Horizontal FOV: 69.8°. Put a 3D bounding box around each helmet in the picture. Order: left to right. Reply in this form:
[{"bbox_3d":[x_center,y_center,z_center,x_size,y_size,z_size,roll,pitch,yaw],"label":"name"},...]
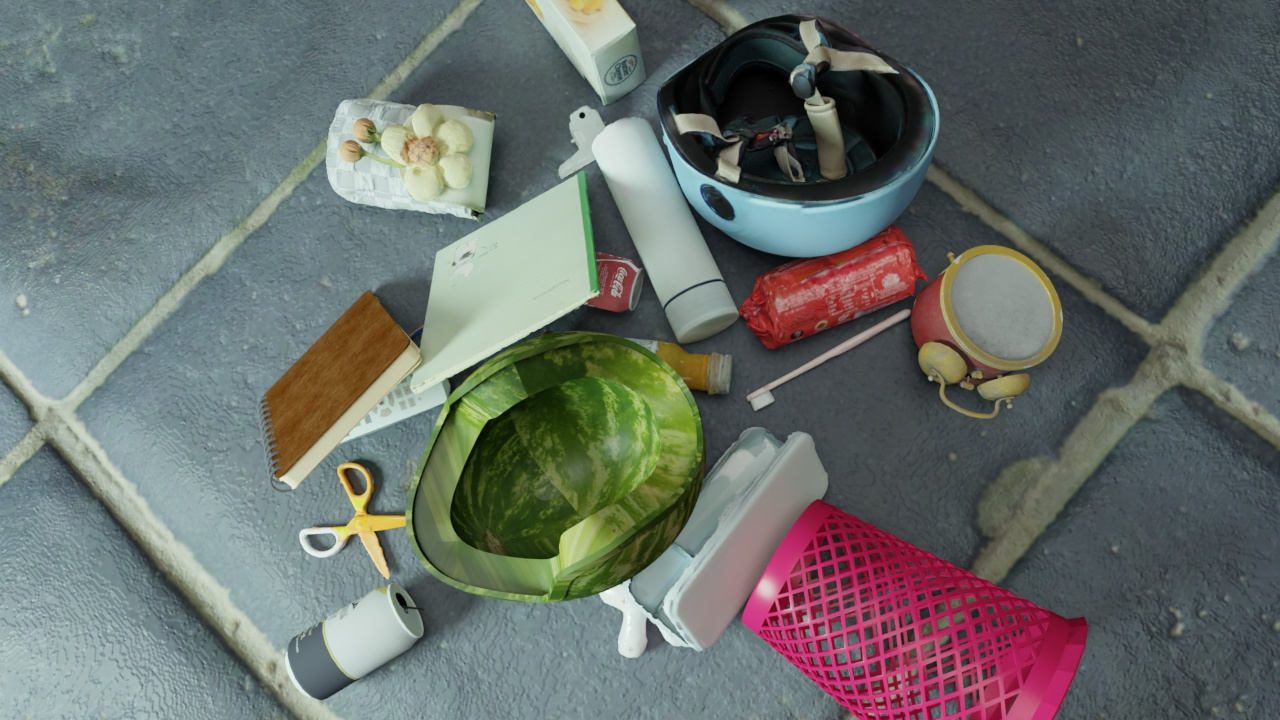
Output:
[{"bbox_3d":[-0.067,0.093,0.782,0.242,0.248,0.213,-24,79,-44],"label":"helmet"},{"bbox_3d":[0.149,-0.193,0.848,0.225,0.167,0.265,-36,50,-11],"label":"helmet"}]

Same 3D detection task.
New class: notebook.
[{"bbox_3d":[-0.289,0.021,0.857,0.167,0.225,0.024,-47,119,-6],"label":"notebook"},{"bbox_3d":[-0.122,-0.082,0.844,0.182,0.010,0.252,-27,32,12],"label":"notebook"}]

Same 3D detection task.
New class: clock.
[{"bbox_3d":[0.309,-0.021,0.845,0.117,0.081,0.158,18,69,-7],"label":"clock"}]

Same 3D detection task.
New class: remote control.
[{"bbox_3d":[-0.261,0.042,0.923,0.143,0.024,0.049,-21,85,0],"label":"remote control"}]

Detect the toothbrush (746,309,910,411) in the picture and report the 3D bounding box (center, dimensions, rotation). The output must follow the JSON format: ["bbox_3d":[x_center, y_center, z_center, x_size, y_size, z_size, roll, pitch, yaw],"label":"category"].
[{"bbox_3d":[0.185,-0.002,0.891,0.181,0.016,0.018,-30,82,0],"label":"toothbrush"}]

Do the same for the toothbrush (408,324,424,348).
[{"bbox_3d":[-0.222,-0.026,0.941,0.021,0.017,0.135,44,85,8],"label":"toothbrush"}]

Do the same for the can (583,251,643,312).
[{"bbox_3d":[-0.049,-0.082,0.915,0.096,0.054,0.054,14,79,9],"label":"can"}]

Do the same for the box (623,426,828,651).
[{"bbox_3d":[0.092,0.153,0.802,0.107,0.110,0.216,40,75,-2],"label":"box"}]

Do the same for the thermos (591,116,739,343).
[{"bbox_3d":[0.023,-0.130,0.912,0.068,0.068,0.230,-24,75,0],"label":"thermos"}]

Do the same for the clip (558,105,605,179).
[{"bbox_3d":[-0.053,-0.239,0.966,0.101,0.038,0.054,-30,88,-2],"label":"clip"}]

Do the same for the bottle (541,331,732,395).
[{"bbox_3d":[-0.005,0.005,0.890,0.186,0.053,0.053,5,78,8],"label":"bottle"}]

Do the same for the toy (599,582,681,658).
[{"bbox_3d":[-0.001,0.208,0.851,0.076,0.037,0.125,-17,77,4],"label":"toy"}]

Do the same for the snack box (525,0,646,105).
[{"bbox_3d":[-0.077,-0.379,0.961,0.057,0.104,0.208,-35,76,-2],"label":"snack box"}]

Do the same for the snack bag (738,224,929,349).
[{"bbox_3d":[0.181,-0.071,0.872,0.176,0.082,0.082,-22,76,0],"label":"snack bag"}]

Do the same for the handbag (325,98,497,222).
[{"bbox_3d":[-0.242,-0.209,0.932,0.171,0.123,0.112,8,93,9],"label":"handbag"}]

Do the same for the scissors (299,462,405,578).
[{"bbox_3d":[-0.281,0.163,0.906,0.129,0.011,0.125,-31,74,0],"label":"scissors"}]

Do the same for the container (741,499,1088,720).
[{"bbox_3d":[0.213,0.228,0.763,0.226,0.183,0.183,31,82,20],"label":"container"}]

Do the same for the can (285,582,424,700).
[{"bbox_3d":[-0.261,0.258,0.855,0.127,0.064,0.064,-31,76,-1],"label":"can"}]
